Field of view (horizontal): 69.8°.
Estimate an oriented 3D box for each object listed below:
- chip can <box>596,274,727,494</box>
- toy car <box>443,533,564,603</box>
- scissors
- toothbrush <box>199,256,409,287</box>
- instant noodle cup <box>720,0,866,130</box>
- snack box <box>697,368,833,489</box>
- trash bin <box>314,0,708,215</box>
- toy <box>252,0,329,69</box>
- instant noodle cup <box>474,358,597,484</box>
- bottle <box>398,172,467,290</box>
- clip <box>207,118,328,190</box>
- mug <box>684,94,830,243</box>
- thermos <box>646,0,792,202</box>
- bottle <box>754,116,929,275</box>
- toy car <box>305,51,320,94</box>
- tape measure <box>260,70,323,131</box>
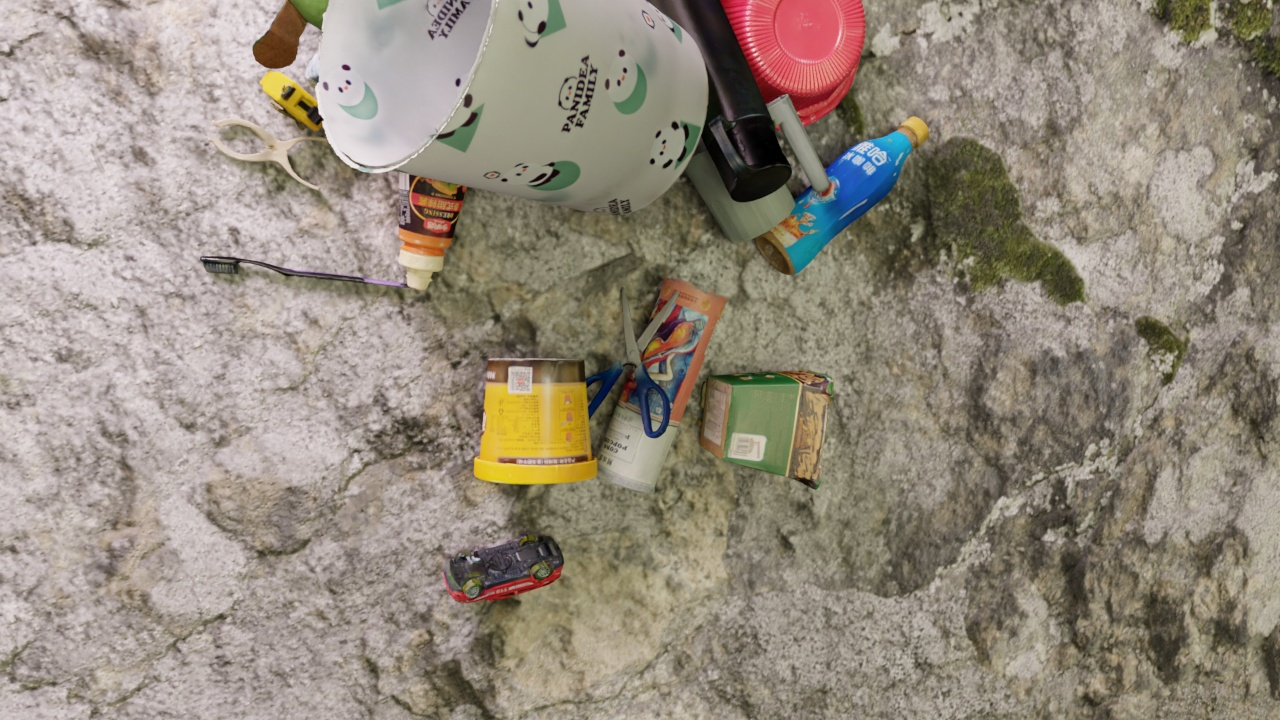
[{"bbox_3d":[0.020,0.024,0.938,0.071,0.071,0.214,21,92,-20],"label":"chip can"},{"bbox_3d":[-0.138,0.214,0.928,0.120,0.053,0.045,-8,126,-21],"label":"toy car"},{"bbox_3d":[-0.009,0.007,0.911,0.176,0.162,0.012,-45,142,19],"label":"scissors"},{"bbox_3d":[-0.303,-0.077,0.846,0.189,0.014,0.017,6,105,-19],"label":"toothbrush"},{"bbox_3d":[0.154,-0.333,0.925,0.193,0.066,0.194,-3,99,-17],"label":"instant noodle cup"},{"bbox_3d":[0.125,0.065,0.958,0.105,0.117,0.118,5,95,-14],"label":"snack box"},{"bbox_3d":[-0.091,-0.235,0.747,0.251,0.230,0.229,9,97,-47],"label":"trash bin"},{"bbox_3d":[-0.232,-0.346,0.779,0.246,0.090,0.227,-21,125,-14],"label":"toy"},{"bbox_3d":[-0.100,0.055,0.884,0.118,0.118,0.114,0,92,-18],"label":"instant noodle cup"},{"bbox_3d":[-0.195,-0.138,0.848,0.066,0.067,0.149,7,103,-19],"label":"bottle"},{"bbox_3d":[-0.328,-0.186,0.811,0.099,0.035,0.070,12,95,-28],"label":"clip"},{"bbox_3d":[0.114,-0.189,0.915,0.124,0.083,0.103,-24,112,23],"label":"mug"},{"bbox_3d":[0.063,-0.266,0.836,0.069,0.090,0.242,-27,71,20],"label":"thermos"},{"bbox_3d":[0.219,-0.180,0.972,0.218,0.065,0.065,-40,109,-8],"label":"bottle"},{"bbox_3d":[-0.257,-0.232,0.805,0.034,0.090,0.042,-10,60,17],"label":"toy car"},{"bbox_3d":[-0.301,-0.223,0.798,0.029,0.060,0.057,-52,138,-2],"label":"tape measure"}]
